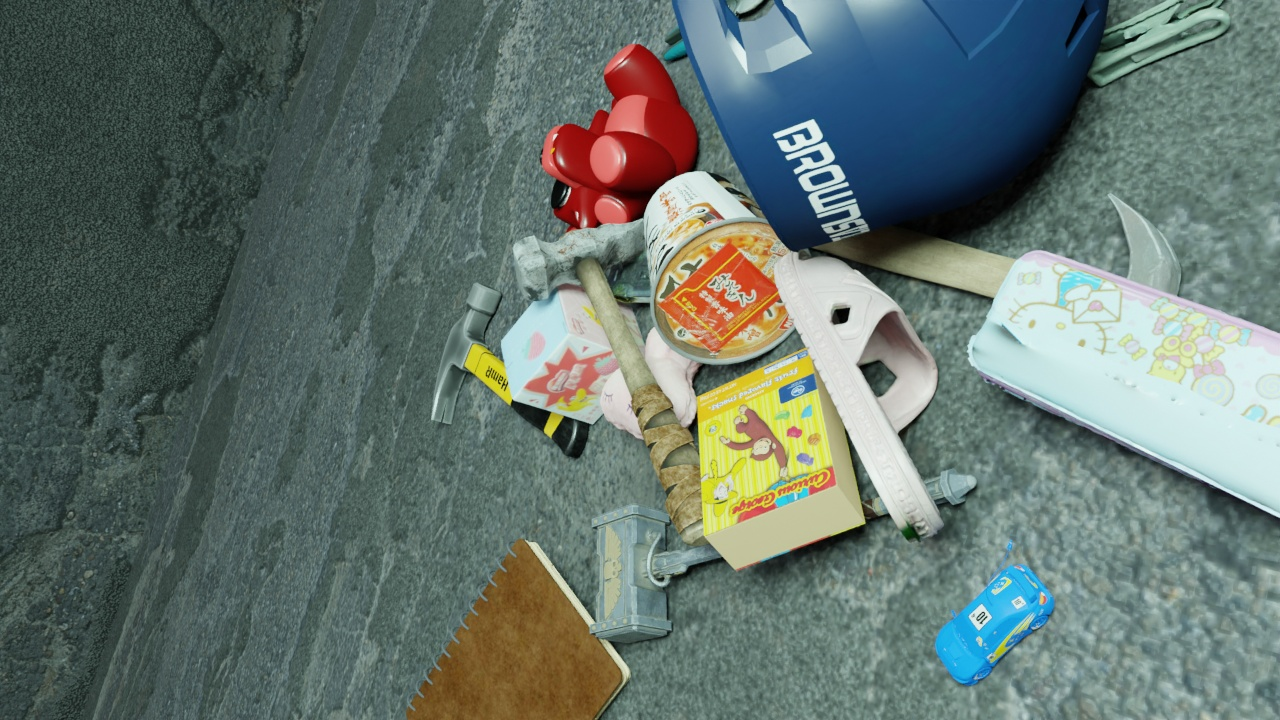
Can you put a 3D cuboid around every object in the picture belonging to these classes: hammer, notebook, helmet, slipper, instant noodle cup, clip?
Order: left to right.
[{"bbox_3d":[-0.115,0.285,0.793,0.167,0.024,0.226,45,111,34],"label":"notebook"},{"bbox_3d":[-0.143,0.031,0.990,0.325,0.034,0.170,30,99,53],"label":"hammer"},{"bbox_3d":[-0.004,0.004,0.714,0.049,0.121,0.318,90,160,-50],"label":"hammer"},{"bbox_3d":[0.056,-0.082,0.711,0.124,0.123,0.121,-52,31,23],"label":"instant noodle cup"},{"bbox_3d":[0.083,0.123,0.636,0.323,0.044,0.098,-26,53,41],"label":"hammer"},{"bbox_3d":[0.143,0.001,0.561,0.064,0.094,0.239,-28,39,14],"label":"slipper"},{"bbox_3d":[0.151,-0.217,0.549,0.223,0.232,0.272,-23,64,18],"label":"helmet"},{"bbox_3d":[0.190,-0.066,0.604,0.331,0.030,0.119,32,99,57],"label":"hammer"},{"bbox_3d":[0.293,-0.186,0.522,0.076,0.023,0.044,-18,61,50],"label":"clip"}]

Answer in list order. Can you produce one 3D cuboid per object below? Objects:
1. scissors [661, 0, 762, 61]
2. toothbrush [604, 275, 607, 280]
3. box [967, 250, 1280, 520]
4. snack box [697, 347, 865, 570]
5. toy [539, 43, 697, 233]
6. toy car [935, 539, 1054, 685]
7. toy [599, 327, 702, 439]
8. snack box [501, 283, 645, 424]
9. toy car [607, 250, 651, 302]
[{"bbox_3d":[0.072,-0.334,0.891,0.137,0.019,0.138,-50,39,27],"label":"scissors"},{"bbox_3d":[-0.046,-0.093,0.931,0.022,0.015,0.154,-26,47,4],"label":"toothbrush"},{"bbox_3d":[0.258,0.014,0.426,0.214,0.033,0.076,34,100,43],"label":"box"},{"bbox_3d":[0.087,0.062,0.601,0.088,0.040,0.125,-26,35,21],"label":"snack box"},{"bbox_3d":[-0.034,-0.187,0.884,0.198,0.120,0.158,-31,48,51],"label":"toy"},{"bbox_3d":[0.178,0.131,0.482,0.092,0.061,0.033,-54,38,21],"label":"toy car"},{"bbox_3d":[0.015,0.017,0.770,0.108,0.053,0.105,9,67,54],"label":"toy"},{"bbox_3d":[-0.061,-0.007,0.840,0.093,0.094,0.079,-46,41,29],"label":"snack box"},{"bbox_3d":[0.016,-0.073,0.824,0.106,0.033,0.048,4,70,40],"label":"toy car"}]
